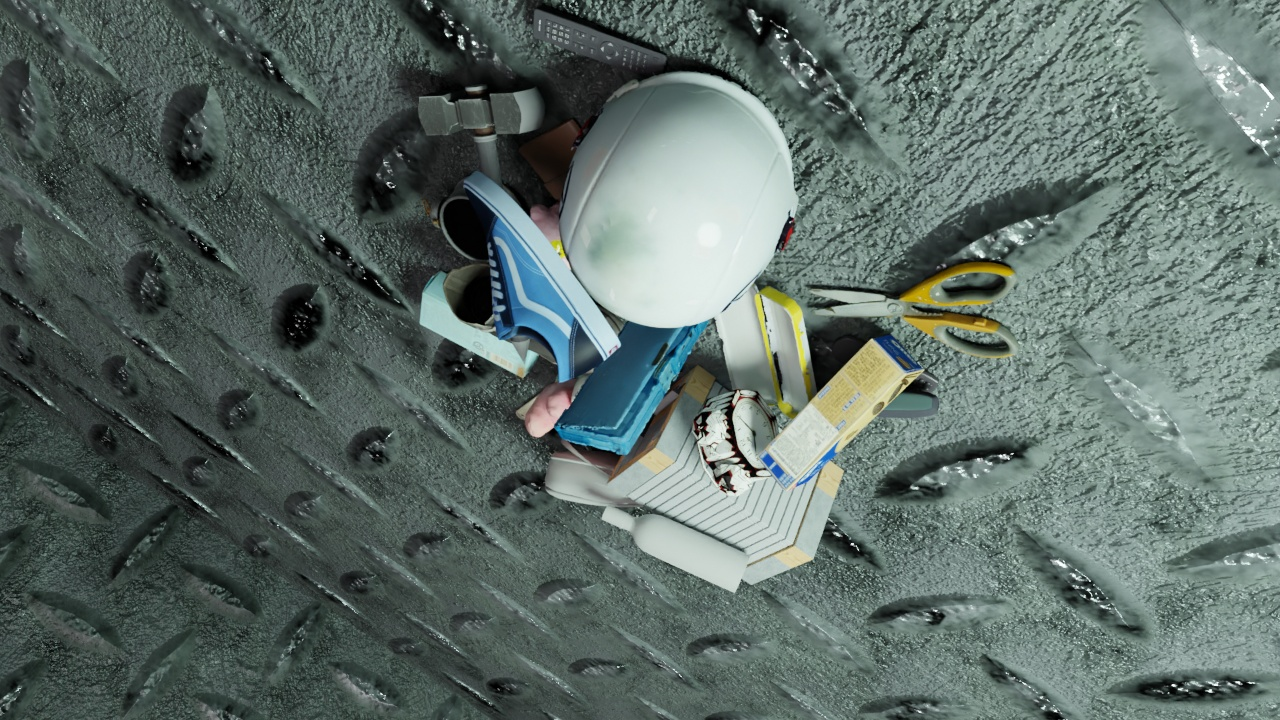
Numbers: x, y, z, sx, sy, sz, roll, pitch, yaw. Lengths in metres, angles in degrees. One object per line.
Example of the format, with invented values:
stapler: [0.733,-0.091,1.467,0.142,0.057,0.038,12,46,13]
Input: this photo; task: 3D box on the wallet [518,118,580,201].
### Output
wallet: [-0.070,-0.205,1.022,0.088,0.013,0.121,-17,124,39]

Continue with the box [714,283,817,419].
box: [0.150,-0.008,1.092,0.130,0.038,0.210,20,146,35]

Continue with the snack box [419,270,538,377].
snack box: [-0.219,-0.050,1.274,0.174,0.053,0.075,26,144,2]

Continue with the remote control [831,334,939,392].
remote control: [0.276,0.009,1.046,0.124,0.009,0.047,27,144,4]

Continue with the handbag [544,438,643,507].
handbag: [-0.008,0.173,1.341,0.223,0.095,0.215,9,179,21]

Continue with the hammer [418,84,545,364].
hammer: [-0.157,-0.144,1.037,0.156,0.042,0.323,7,117,28]

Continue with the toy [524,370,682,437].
toy: [-0.054,0.050,1.232,0.141,0.084,0.214,0,167,-39]

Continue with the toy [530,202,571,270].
toy: [-0.101,-0.139,1.081,0.102,0.050,0.093,-9,117,-17]

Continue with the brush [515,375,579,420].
brush: [-0.138,0.052,1.375,0.033,0.012,0.218,38,145,-12]

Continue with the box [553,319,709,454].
box: [-0.006,0.006,1.048,0.093,0.230,0.048,12,137,26]

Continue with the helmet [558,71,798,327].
helmet: [0.024,-0.139,0.908,0.236,0.163,0.265,30,140,-4]

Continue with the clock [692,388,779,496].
clock: [0.105,0.101,1.098,0.065,0.154,0.114,-21,95,37]

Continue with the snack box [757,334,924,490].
snack box: [0.222,0.061,1.032,0.056,0.057,0.207,51,123,20]

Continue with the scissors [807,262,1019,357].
scissors: [0.289,-0.047,0.966,0.226,0.016,0.162,-6,131,39]

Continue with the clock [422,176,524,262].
clock: [-0.203,-0.173,1.113,0.148,0.056,0.104,16,134,17]

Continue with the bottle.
bottle: [0.042,0.237,1.194,0.195,0.052,0.053,23,143,9]

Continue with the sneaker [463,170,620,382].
sneaker: [-0.129,-0.082,0.943,0.241,0.098,0.083,53,173,6]

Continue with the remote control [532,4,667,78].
remote control: [-0.039,-0.305,0.882,0.136,0.015,0.032,22,143,6]

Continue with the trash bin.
trash bin: [0.112,0.155,1.218,0.247,0.142,0.143,36,143,-8]

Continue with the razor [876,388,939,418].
razor: [0.273,0.048,1.057,0.143,0.047,0.052,1,171,38]

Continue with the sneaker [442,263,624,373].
sneaker: [-0.128,-0.053,1.142,0.235,0.095,0.120,27,-178,15]
